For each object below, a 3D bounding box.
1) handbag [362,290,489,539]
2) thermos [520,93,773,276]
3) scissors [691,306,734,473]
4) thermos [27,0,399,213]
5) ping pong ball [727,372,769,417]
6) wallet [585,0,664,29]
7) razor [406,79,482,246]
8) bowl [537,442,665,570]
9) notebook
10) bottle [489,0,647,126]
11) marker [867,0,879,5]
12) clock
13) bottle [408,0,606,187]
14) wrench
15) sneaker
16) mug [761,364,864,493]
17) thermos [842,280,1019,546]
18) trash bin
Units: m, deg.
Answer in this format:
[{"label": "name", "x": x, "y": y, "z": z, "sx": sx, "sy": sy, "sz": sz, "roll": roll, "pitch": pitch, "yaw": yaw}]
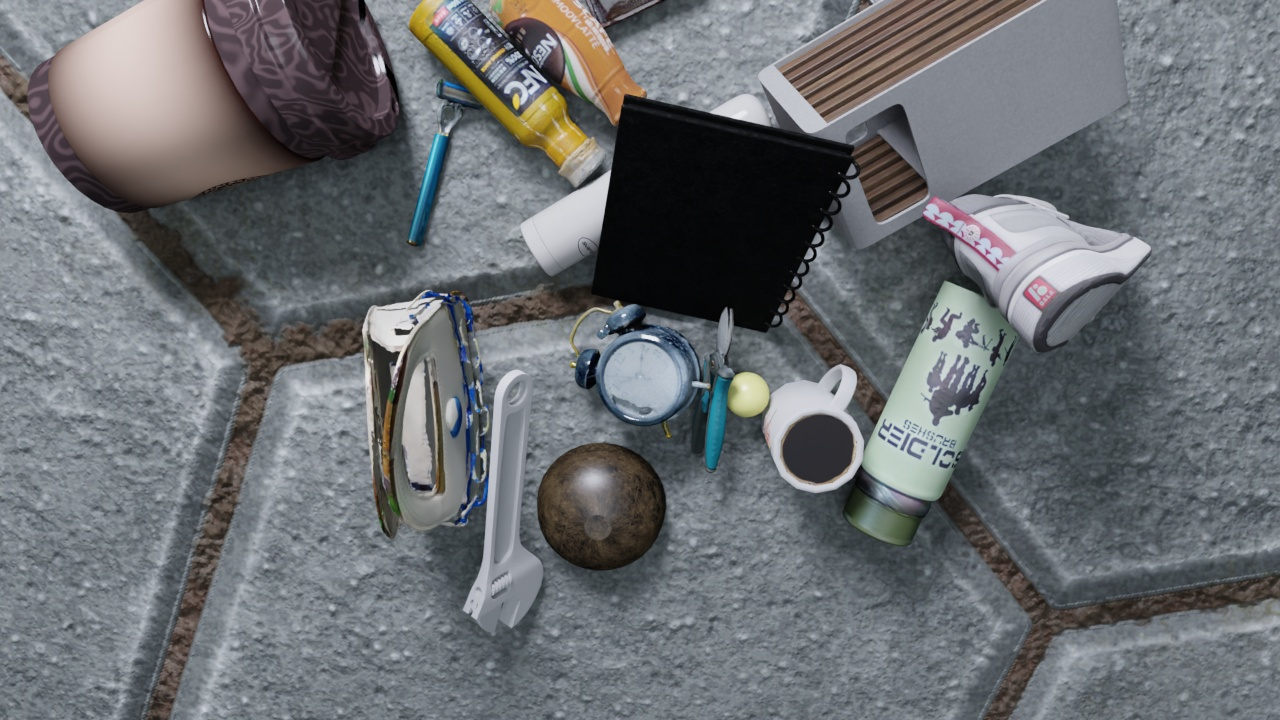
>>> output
[{"label": "handbag", "x": -0.175, "y": 0.045, "z": 0.747, "sx": 0.093, "sy": 0.199, "sz": 0.201, "roll": -5, "pitch": 105, "yaw": -2}, {"label": "thermos", "x": 0.007, "y": -0.148, "z": 0.771, "sx": 0.224, "sy": 0.052, "sz": 0.052, "roll": -29, "pitch": 101, "yaw": 7}, {"label": "scissors", "x": 0.064, "y": 0.028, "z": 0.810, "sx": 0.019, "sy": 0.148, "sz": 0.132, "roll": -1, "pitch": 69, "yaw": -19}, {"label": "thermos", "x": -0.329, "y": -0.212, "z": 0.712, "sx": 0.226, "sy": 0.172, "sz": 0.173, "roll": -18, "pitch": 102, "yaw": 11}, {"label": "ping pong ball", "x": 0.095, "y": 0.030, "z": 0.816, "sx": 0.040, "sy": 0.040, "sz": 0.040, "roll": 0, "pitch": 103, "yaw": 1}, {"label": "wallet", "x": -0.014, "y": -0.344, "z": 0.740, "sx": 0.099, "sy": 0.031, "sz": 0.120, "roll": -23, "pitch": 104, "yaw": 9}, {"label": "razor", "x": -0.176, "y": -0.167, "z": 0.789, "sx": 0.042, "sy": 0.022, "sz": 0.144, "roll": 8, "pitch": 111, "yaw": -38}, {"label": "bowl", "x": -0.037, "y": 0.141, "z": 0.837, "sx": 0.121, "sy": 0.056, "sz": 0.121, "roll": 0, "pitch": 103, "yaw": 1}, {"label": "notebook", "x": 0.055, "y": -0.101, "z": 0.716, "sx": 0.169, "sy": 0.232, "sz": 0.019, "roll": 12, "pitch": 60, "yaw": -2}, {"label": "bottle", "x": -0.046, "y": -0.244, "z": 0.747, "sx": 0.059, "sy": 0.059, "sz": 0.167, "roll": -44, "pitch": 99, "yaw": 10}, {"label": "marker", "x": 0.245, "y": -0.333, "z": 0.742, "sx": 0.140, "sy": 0.016, "sz": 0.016, "roll": -37, "pitch": 100, "yaw": 9}, {"label": "clock", "x": -0.005, "y": 0.005, "z": 0.804, "sx": 0.129, "sy": 0.052, "sz": 0.090, "roll": 39, "pitch": 105, "yaw": 8}, {"label": "bottle", "x": -0.106, "y": -0.223, "z": 0.755, "sx": 0.053, "sy": 0.053, "sz": 0.186, "roll": -44, "pitch": 98, "yaw": 10}, {"label": "wrench", "x": -0.111, "y": 0.128, "z": 0.800, "sx": 0.018, "sy": 0.086, "sz": 0.274, "roll": 25, "pitch": 120, "yaw": 30}, {"label": "sneaker", "x": 0.304, "y": -0.081, "z": 0.707, "sx": 0.128, "sy": 0.262, "sz": 0.097, "roll": 47, "pitch": 121, "yaw": 21}, {"label": "mug", "x": 0.154, "y": 0.051, "z": 0.794, "sx": 0.073, "sy": 0.089, "sz": 0.105, "roll": 26, "pitch": 102, "yaw": -5}, {"label": "thermos", "x": 0.248, "y": 0.049, "z": 0.801, "sx": 0.082, "sy": 0.082, "sz": 0.232, "roll": 21, "pitch": 103, "yaw": -4}, {"label": "trash bin", "x": 0.227, "y": -0.209, "z": 0.699, "sx": 0.229, "sy": 0.114, "sz": 0.114, "roll": -29, "pitch": 131, "yaw": 7}]
